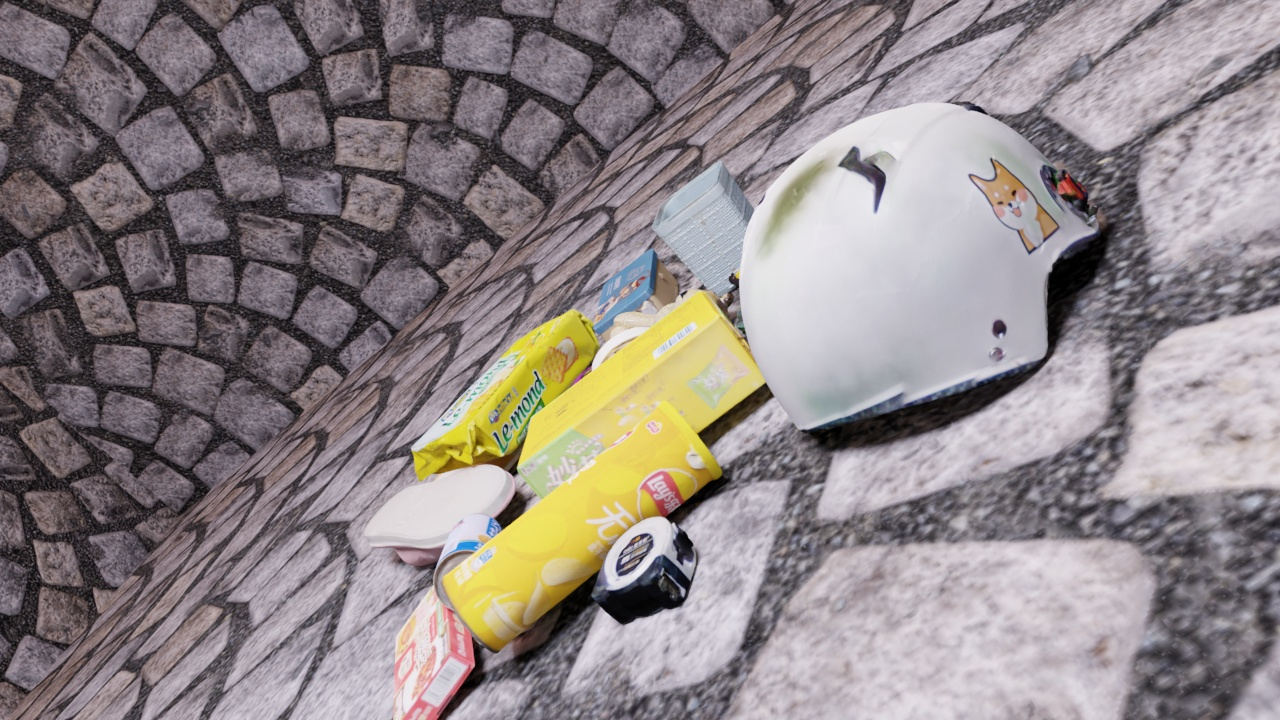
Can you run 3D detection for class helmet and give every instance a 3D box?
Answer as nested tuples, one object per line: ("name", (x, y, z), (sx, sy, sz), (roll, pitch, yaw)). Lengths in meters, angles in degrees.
("helmet", (0.165, -0.085, 0.623), (0.231, 0.157, 0.273), (-19, 28, 50))

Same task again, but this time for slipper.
("slipper", (-0.214, 0.171, 0.989), (0.275, 0.054, 0.113), (-17, 29, 47))

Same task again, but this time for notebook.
("notebook", (-0.193, 0.119, 1.145), (0.207, 0.010, 0.145), (-17, 29, 53))

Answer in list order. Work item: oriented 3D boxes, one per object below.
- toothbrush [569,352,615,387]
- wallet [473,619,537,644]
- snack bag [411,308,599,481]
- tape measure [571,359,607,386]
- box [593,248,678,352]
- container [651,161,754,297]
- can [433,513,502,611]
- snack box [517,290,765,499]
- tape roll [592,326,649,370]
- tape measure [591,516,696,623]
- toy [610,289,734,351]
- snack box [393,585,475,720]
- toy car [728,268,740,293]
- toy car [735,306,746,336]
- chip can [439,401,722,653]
("toothbrush", (-0.095, 0.028, 1.145), (0.181, 0.016, 0.016), (-30, 9, 34))
("wallet", (-0.083, 0.176, 0.751), (0.088, 0.024, 0.114), (-32, 19, 43))
("snack bag", (-0.154, 0.044, 1.081), (0.158, 0.068, 0.245), (-23, 22, 52))
("tape measure", (-0.044, 0.030, 0.996), (0.058, 0.039, 0.057), (-34, 18, 8))
("box", (-0.002, -0.071, 1.116), (0.090, 0.062, 0.184), (-36, 19, 14))
("container", (0.084, -0.141, 1.011), (0.090, 0.111, 0.090), (-33, 19, 24))
("can", (-0.148, 0.174, 0.808), (0.053, 0.053, 0.134), (-42, 7, -1))
("snack box", (-0.002, 0.035, 0.799), (0.210, 0.070, 0.157), (-38, 11, 6))
("tape roll", (-0.005, 0.005, 0.898), (0.086, 0.086, 0.014), (-39, 44, 7))
("tape measure", (0.006, 0.140, 0.624), (0.066, 0.033, 0.065), (-26, 25, 36))
("toy", (0.028, -0.040, 0.960), (0.158, 0.066, 0.104), (-10, 40, 48))
("snack box", (-0.171, 0.239, 0.754), (0.075, 0.025, 0.153), (-54, 17, 0))
("toy car", (0.157, -0.117, 0.918), (0.156, 0.041, 0.071), (-40, 18, -2))
("toy car", (0.125, -0.054, 0.837), (0.091, 0.036, 0.043), (-50, 18, -26))
("chip can", (-0.042, 0.121, 0.680), (0.213, 0.072, 0.072), (-38, 17, -5))
